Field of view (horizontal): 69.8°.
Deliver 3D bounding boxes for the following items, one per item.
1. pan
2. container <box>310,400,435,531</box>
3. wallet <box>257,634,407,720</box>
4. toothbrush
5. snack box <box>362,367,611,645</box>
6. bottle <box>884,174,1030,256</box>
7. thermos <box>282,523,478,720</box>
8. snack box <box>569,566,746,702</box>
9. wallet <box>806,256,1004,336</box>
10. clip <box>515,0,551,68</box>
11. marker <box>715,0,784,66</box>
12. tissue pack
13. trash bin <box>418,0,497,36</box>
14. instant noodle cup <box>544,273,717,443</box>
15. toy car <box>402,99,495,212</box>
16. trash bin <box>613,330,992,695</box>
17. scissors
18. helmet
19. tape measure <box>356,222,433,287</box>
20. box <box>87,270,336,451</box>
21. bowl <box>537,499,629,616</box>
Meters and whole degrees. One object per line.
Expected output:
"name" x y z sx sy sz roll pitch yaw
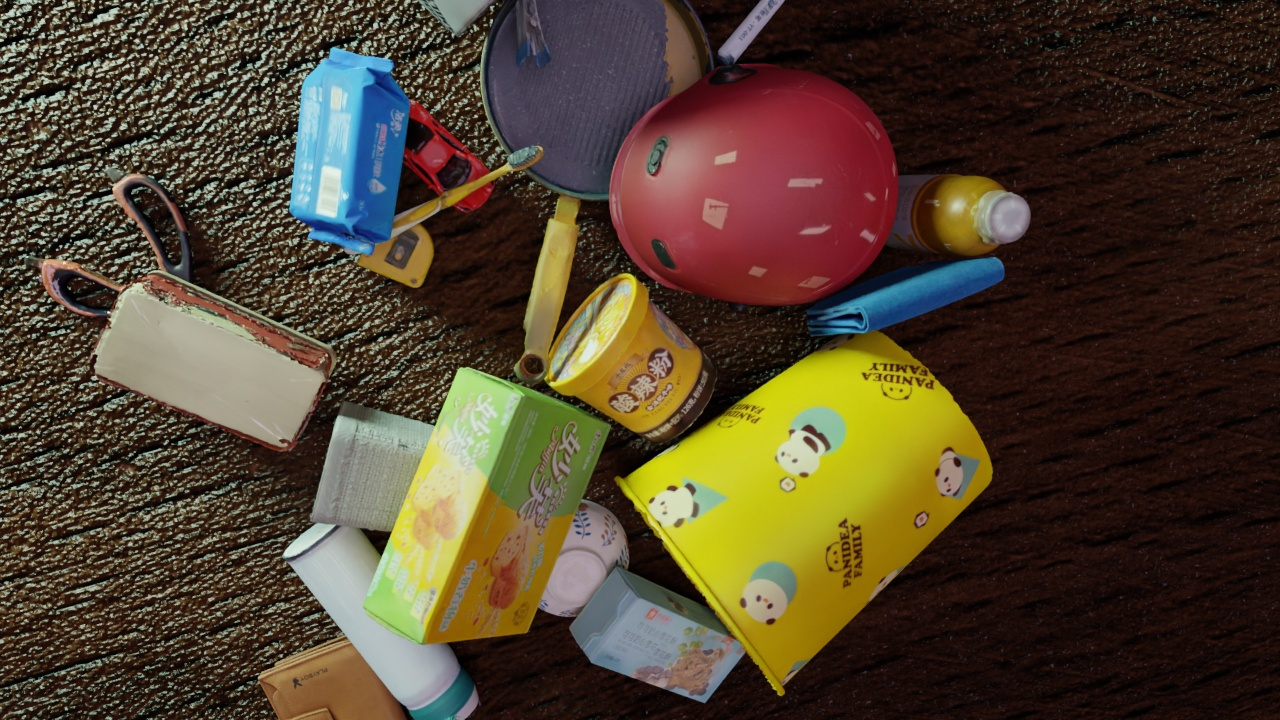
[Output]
"pan" -0.054 -0.157 0.777 0.197 0.078 0.357 13 99 -12
"container" -0.216 0.098 0.801 0.114 0.090 0.090 14 99 -16
"wallet" -0.285 0.330 0.869 0.107 0.031 0.132 -19 103 -7
"toothbrush" -0.164 -0.131 0.752 0.191 0.018 0.016 -24 84 11
"snack box" -0.122 0.125 0.769 0.070 0.157 0.210 21 88 27
"bottle" 0.258 -0.124 0.779 0.068 0.189 0.068 -2 101 -11
"thermos" -0.229 0.243 0.838 0.073 0.073 0.224 -33 104 -2
"snack box" 0.021 0.261 0.863 0.174 0.051 0.074 34 96 -39
"wallet" 0.213 -0.051 0.755 0.133 0.106 0.040 -19 96 -16
"clip" -0.088 -0.262 0.728 0.045 0.027 0.058 -8 84 -30
"marker" 0.111 -0.312 0.803 0.022 0.018 0.131 40 93 -7
"tissue pack" -0.232 -0.168 0.738 0.052 0.095 0.157 -3 107 -50
"trash bin" -0.152 -0.389 0.643 0.229 0.229 0.252 -44 110 1
"instant noodle cup" -0.005 0.005 0.806 0.114 0.118 0.118 39 93 -23
"toy car" -0.171 -0.172 0.779 0.106 0.031 0.049 43 93 -17
"trash bin" 0.145 0.118 0.805 0.255 0.230 0.229 -37 105 -7
"scissors" -0.402 -0.054 0.773 0.226 0.015 0.189 15 99 -14
"helmet" 0.110 -0.137 0.750 0.239 0.144 0.207 -12 108 -26
"tape measure" -0.207 -0.095 0.790 0.060 0.029 0.057 23 97 -14
"box" -0.344 0.002 0.748 0.168 0.080 0.091 26 100 -18
"bowl" -0.062 0.192 0.861 0.113 0.062 0.113 -2 102 -11
